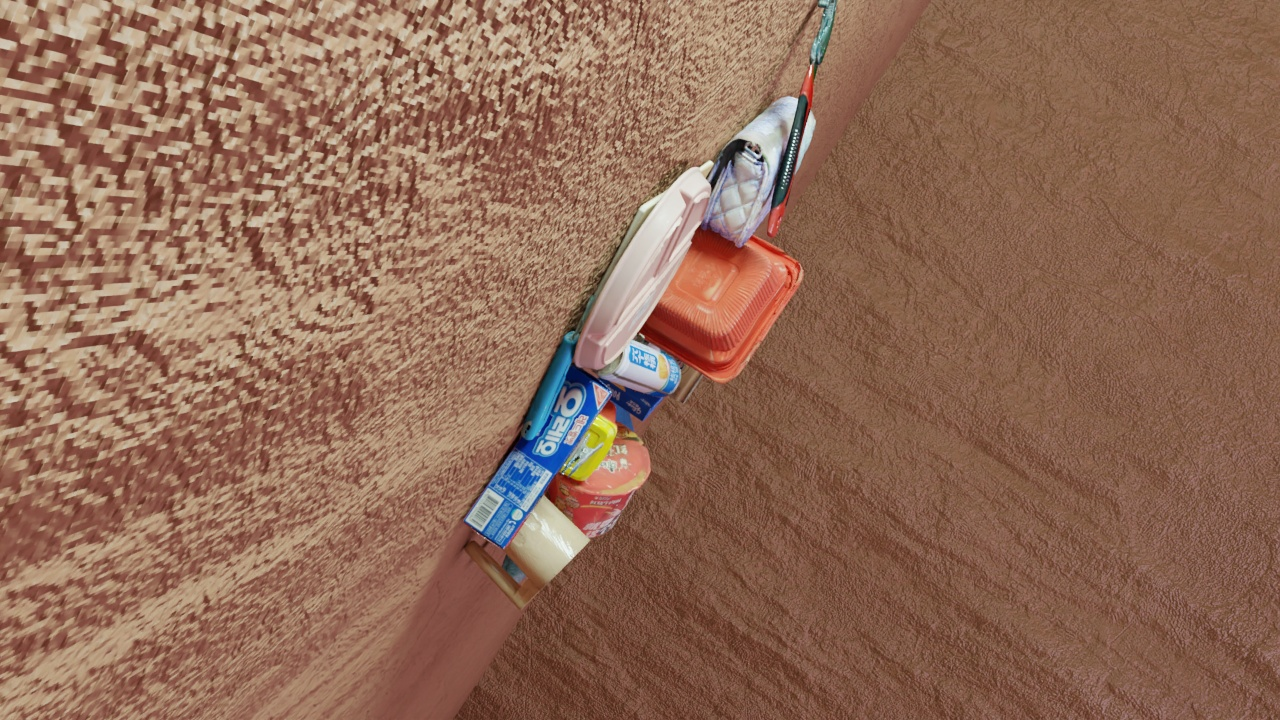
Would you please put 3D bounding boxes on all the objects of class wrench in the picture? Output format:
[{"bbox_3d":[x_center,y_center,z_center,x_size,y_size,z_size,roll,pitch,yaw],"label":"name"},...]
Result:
[{"bbox_3d":[0.176,-0.269,1.003,0.056,0.016,0.273,-11,116,-69],"label":"wrench"}]

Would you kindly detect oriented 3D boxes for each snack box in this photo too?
[{"bbox_3d":[-0.002,0.031,1.335,0.026,0.084,0.156,-58,174,24],"label":"snack box"},{"bbox_3d":[-0.108,0.102,0.993,0.207,0.057,0.058,-56,177,-3],"label":"snack box"},{"bbox_3d":[-0.074,0.082,1.099,0.091,0.082,0.080,-57,-172,24],"label":"snack box"}]

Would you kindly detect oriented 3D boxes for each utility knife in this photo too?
[{"bbox_3d":[-0.078,0.006,0.896,0.034,0.018,0.199,-48,170,-49],"label":"utility knife"}]

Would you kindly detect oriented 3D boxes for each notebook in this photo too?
[{"bbox_3d":[0.008,-0.121,0.938,0.148,0.008,0.207,-59,174,31],"label":"notebook"}]

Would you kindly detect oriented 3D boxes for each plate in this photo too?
[{"bbox_3d":[0.007,-0.085,0.912,0.229,0.028,0.229,-57,175,-8],"label":"plate"}]

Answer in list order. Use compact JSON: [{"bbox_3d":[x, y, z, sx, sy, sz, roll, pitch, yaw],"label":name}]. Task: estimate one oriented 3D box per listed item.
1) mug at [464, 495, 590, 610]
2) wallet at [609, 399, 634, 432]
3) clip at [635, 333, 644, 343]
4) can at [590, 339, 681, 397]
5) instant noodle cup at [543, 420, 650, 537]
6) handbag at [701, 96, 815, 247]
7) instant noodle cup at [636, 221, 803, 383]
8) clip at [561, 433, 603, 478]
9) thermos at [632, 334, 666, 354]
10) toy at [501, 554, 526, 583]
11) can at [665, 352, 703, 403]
[{"bbox_3d":[-0.138,0.221,1.096,0.125,0.103,0.084,-46,175,14],"label":"mug"},{"bbox_3d":[-0.052,0.098,1.312,0.132,0.040,0.106,-46,127,-55],"label":"wallet"},{"bbox_3d":[-0.037,-0.001,1.139,0.103,0.035,0.092,-50,-176,45],"label":"clip"},{"bbox_3d":[-0.006,0.006,1.065,0.053,0.053,0.134,-56,148,7],"label":"can"},{"bbox_3d":[-0.066,0.155,1.183,0.137,0.138,0.109,-49,164,-49],"label":"instant noodle cup"},{"bbox_3d":[0.137,-0.227,1.090,0.193,0.075,0.134,-51,167,-52],"label":"handbag"},{"bbox_3d":[0.089,-0.087,1.112,0.188,0.164,0.079,-55,158,-10],"label":"instant noodle cup"},{"bbox_3d":[-0.064,0.105,1.002,0.057,0.031,0.025,-50,174,-36],"label":"clip"},{"bbox_3d":[0.046,-0.074,1.238,0.223,0.073,0.073,-51,173,-37],"label":"thermos"},{"bbox_3d":[-0.111,0.198,1.353,0.355,0.091,0.138,-58,159,-33],"label":"toy"},{"bbox_3d":[0.028,0.006,1.286,0.058,0.116,0.058,-55,174,-8],"label":"can"}]
